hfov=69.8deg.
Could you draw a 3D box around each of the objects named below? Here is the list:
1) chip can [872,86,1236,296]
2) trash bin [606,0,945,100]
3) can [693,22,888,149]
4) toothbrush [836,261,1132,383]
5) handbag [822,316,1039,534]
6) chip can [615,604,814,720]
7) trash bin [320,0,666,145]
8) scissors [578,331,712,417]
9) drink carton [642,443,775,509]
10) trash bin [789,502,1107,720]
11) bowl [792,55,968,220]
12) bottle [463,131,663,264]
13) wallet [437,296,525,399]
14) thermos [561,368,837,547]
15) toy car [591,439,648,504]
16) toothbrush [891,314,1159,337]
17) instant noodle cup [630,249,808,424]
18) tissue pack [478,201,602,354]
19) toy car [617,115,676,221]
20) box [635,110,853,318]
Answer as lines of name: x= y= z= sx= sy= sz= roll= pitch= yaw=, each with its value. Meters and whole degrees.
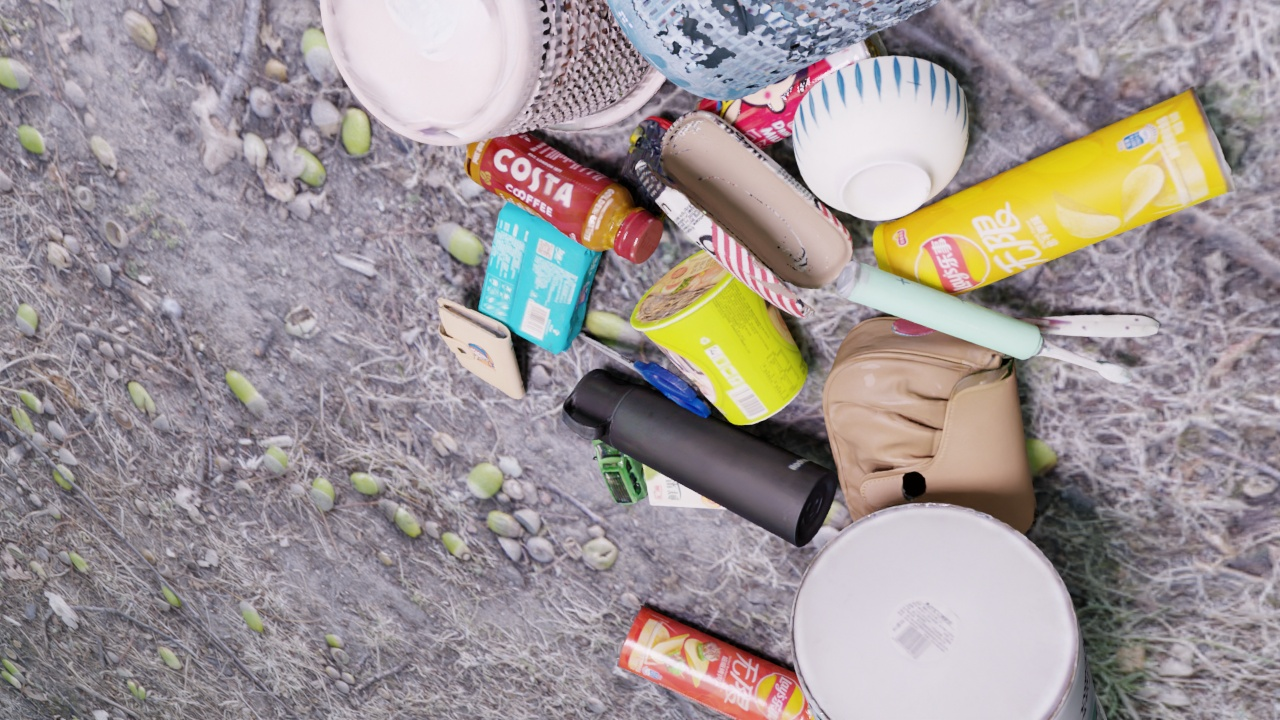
chip can: x=0.268 y=-0.100 z=0.615 sx=0.214 sy=0.071 sz=0.072 roll=-22 pitch=107 yaw=33
trash bin: x=0.086 y=-0.265 z=0.536 sx=0.196 sy=0.225 sz=0.226 roll=-25 pitch=106 yaw=48
can: x=0.106 y=-0.190 z=0.650 sx=0.133 sy=0.053 sz=0.053 roll=-21 pitch=108 yaw=33
toothbrush: x=0.242 y=-0.022 z=0.635 sx=0.224 sy=0.027 sz=0.026 roll=18 pitch=111 yaw=-8
handbag: x=0.224 y=0.069 z=0.718 sx=0.148 sy=0.099 sz=0.205 roll=-5 pitch=122 yaw=27
chip can: x=0.084 y=0.331 z=0.959 sx=0.217 sy=0.073 sz=0.073 roll=19 pitch=125 yaw=14
trash bin: x=-0.101 y=-0.246 z=0.632 sx=0.228 sy=0.191 sz=0.228 roll=12 pitch=122 yaw=19
scissors: x=0.002 y=0.011 z=0.805 sx=0.108 sy=0.012 sz=0.175 roll=41 pitch=171 yaw=-20
drink carton: x=0.067 y=0.105 z=0.849 sx=0.123 sy=0.045 sz=0.053 roll=-1 pitch=113 yaw=26
trash bin: x=0.230 y=0.245 z=0.688 sx=0.230 sy=0.229 sz=0.252 roll=0 pitch=143 yaw=25
bowl: x=0.162 y=-0.137 z=0.615 sx=0.116 sy=0.066 sz=0.117 roll=2 pitch=149 yaw=1
bottle: x=-0.062 y=-0.135 z=0.739 sx=0.175 sy=0.057 sz=0.058 roll=32 pitch=128 yaw=21
wallet: x=-0.154 y=-0.011 z=0.872 sx=0.087 sy=0.024 sz=0.115 roll=29 pitch=156 yaw=16
thermos: x=0.039 y=0.081 z=0.785 sx=0.243 sy=0.089 sz=0.068 roll=23 pitch=121 yaw=30
toy car: x=-0.020 y=0.099 z=0.895 sx=0.043 sy=0.036 sz=0.091 roll=-9 pitch=110 yaw=31
toothbrush: x=0.276 y=-0.023 z=0.661 sx=0.187 sy=0.017 sz=0.016 roll=0 pitch=78 yaw=3
instant noodle cup: x=0.072 y=-0.017 z=0.744 sx=0.112 sy=0.111 sz=0.123 roll=-23 pitch=115 yaw=34
tissue pack: x=-0.087 y=-0.079 z=0.810 sx=0.093 sy=0.050 sz=0.134 roll=27 pitch=126 yaw=11
toy car: x=0.008 y=-0.146 z=0.736 sx=0.049 sy=0.031 sz=0.107 roll=35 pitch=139 yaw=9
box: x=0.077 y=-0.107 z=0.650 sx=0.162 sy=0.076 sz=0.088 roll=39 pitch=95 yaw=-2
